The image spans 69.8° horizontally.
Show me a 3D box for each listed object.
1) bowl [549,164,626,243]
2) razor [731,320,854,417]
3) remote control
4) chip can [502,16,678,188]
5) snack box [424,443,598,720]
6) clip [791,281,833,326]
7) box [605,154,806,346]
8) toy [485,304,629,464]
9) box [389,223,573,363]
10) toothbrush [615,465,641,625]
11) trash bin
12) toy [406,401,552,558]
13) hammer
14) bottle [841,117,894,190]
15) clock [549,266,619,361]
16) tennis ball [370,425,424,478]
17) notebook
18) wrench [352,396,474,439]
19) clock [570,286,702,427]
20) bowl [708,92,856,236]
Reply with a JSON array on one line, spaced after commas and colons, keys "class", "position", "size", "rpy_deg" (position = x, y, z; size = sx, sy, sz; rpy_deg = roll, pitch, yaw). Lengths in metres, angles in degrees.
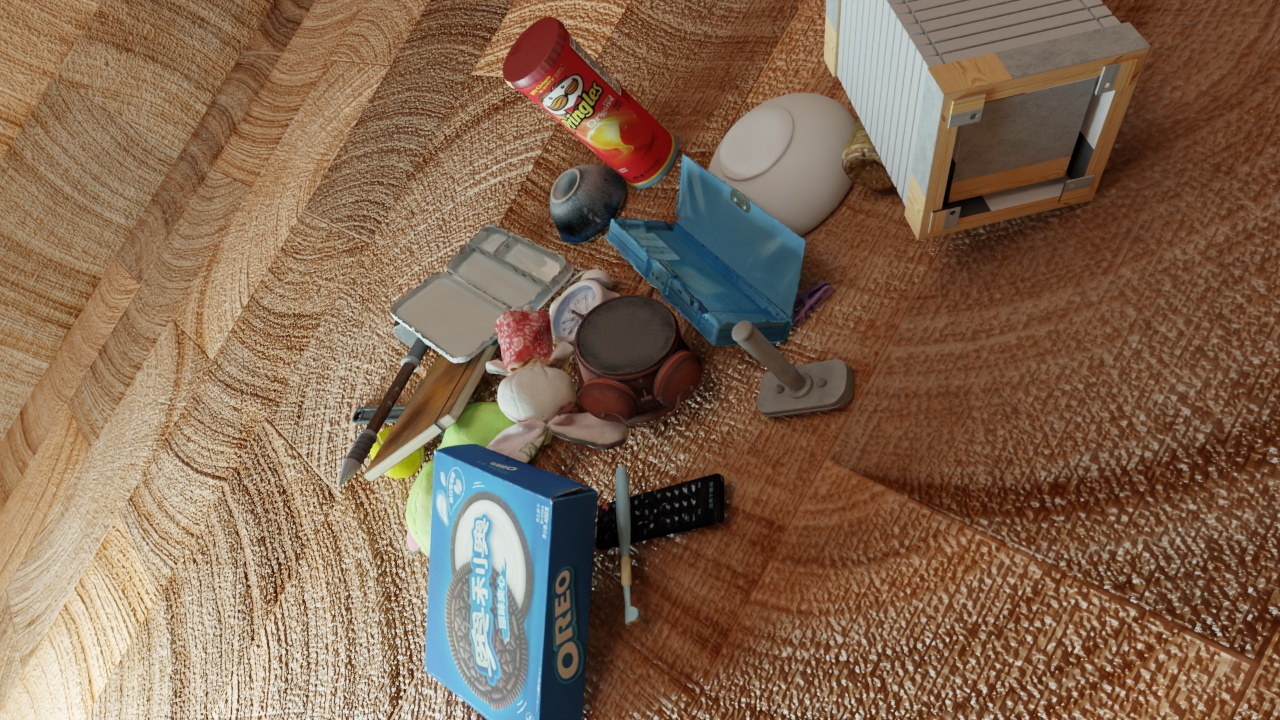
[{"class": "bowl", "position": [-0.075, -0.204, 1.140], "size": [0.111, 0.055, 0.110], "rpy_deg": [-24, 51, 32]}, {"class": "razor", "position": [0.116, 0.003, 0.787], "size": [0.088, 0.116, 0.047], "rpy_deg": [-11, 53, 39]}, {"class": "remote control", "position": [0.019, 0.145, 0.864], "size": [0.151, 0.022, 0.047], "rpy_deg": [-20, 54, 36]}, {"class": "chip can", "position": [-0.053, -0.289, 1.051], "size": [0.087, 0.213, 0.086], "rpy_deg": [-23, 52, 32]}, {"class": "snack box", "position": [-0.128, 0.213, 0.862], "size": [0.196, 0.056, 0.239], "rpy_deg": [12, 102, 46]}, {"class": "clip", "position": [0.155, -0.057, 0.866], "size": [0.051, 0.014, 0.043], "rpy_deg": [-57, 39, 4]}, {"class": "box", "position": [0.061, -0.118, 0.902], "size": [0.231, 0.094, 0.112], "rpy_deg": [50, 135, 47]}, {"class": "toy", "position": [-0.111, 0.024, 0.967], "size": [0.159, 0.084, 0.194], "rpy_deg": [-19, 65, -3]}, {"class": "box", "position": [-0.198, -0.085, 1.130], "size": [0.191, 0.045, 0.209], "rpy_deg": [-44, 41, -18]}, {"class": "toothbrush", "position": [-0.013, 0.168, 0.852], "size": [0.022, 0.016, 0.154], "rpy_deg": [118, 153, -53]}, {"class": "trash bin", "position": [0.257, -0.247, 0.741], "size": [0.142, 0.143, 0.246], "rpy_deg": [-13, 54, 0]}, {"class": "toy", "position": [-0.195, 0.131, 1.016], "size": [0.150, 0.107, 0.196], "rpy_deg": [13, 65, 47]}, {"class": "hammer", "position": [-0.302, 0.030, 1.143], "size": [0.156, 0.043, 0.321], "rpy_deg": [-21, 34, 33]}, {"class": "bottle", "position": [0.243, -0.240, 0.863], "size": [0.060, 0.059, 0.165], "rpy_deg": [5, 60, 45]}, {"class": "clock", "position": [-0.063, -0.054, 1.041], "size": [0.089, 0.052, 0.125], "rpy_deg": [-41, 41, 19]}, {"class": "tennis ball", "position": [-0.304, 0.114, 1.151], "size": [0.066, 0.065, 0.065], "rpy_deg": [-23, 52, 32]}, {"class": "notebook", "position": [-0.226, 0.024, 1.096], "size": [0.179, 0.014, 0.248], "rpy_deg": [-34, 22, 30]}, {"class": "wrench", "position": [-0.308, 0.071, 1.217], "size": [0.274, 0.018, 0.073], "rpy_deg": [-5, 60, 43]}, {"class": "clock", "position": [-0.005, 0.005, 0.897], "size": [0.120, 0.072, 0.157], "rpy_deg": [-17, 51, -2]}, {"class": "bowl", "position": [0.133, -0.206, 0.937], "size": [0.177, 0.066, 0.176], "rpy_deg": [-23, 52, 32]}]
